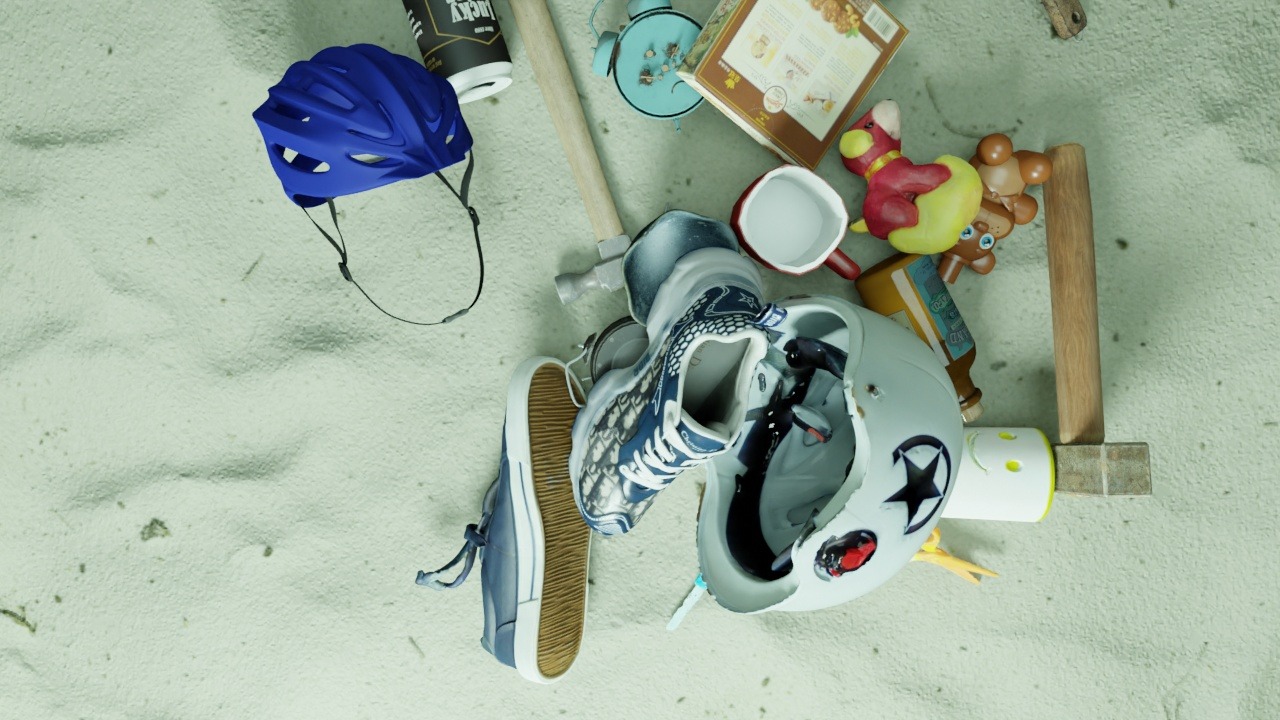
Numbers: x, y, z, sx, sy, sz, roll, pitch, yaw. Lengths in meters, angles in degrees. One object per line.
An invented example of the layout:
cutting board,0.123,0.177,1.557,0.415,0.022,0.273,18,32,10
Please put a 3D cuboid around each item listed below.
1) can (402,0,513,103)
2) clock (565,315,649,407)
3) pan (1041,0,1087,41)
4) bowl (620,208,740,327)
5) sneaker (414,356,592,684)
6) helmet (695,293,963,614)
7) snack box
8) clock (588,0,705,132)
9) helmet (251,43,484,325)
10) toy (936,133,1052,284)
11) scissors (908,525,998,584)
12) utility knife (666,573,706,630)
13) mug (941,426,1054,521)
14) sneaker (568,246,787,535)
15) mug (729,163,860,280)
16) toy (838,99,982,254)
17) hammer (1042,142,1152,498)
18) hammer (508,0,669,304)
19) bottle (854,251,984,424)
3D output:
can,-0.159,-0.291,0.778,0.072,0.072,0.128,-18,97,4
clock,-0.005,0.005,0.826,0.123,0.043,0.091,-13,101,0
pan,0.279,-0.418,0.746,0.207,0.040,0.357,-38,109,-18
bowl,0.029,-0.081,0.788,0.110,0.055,0.110,-8,116,-16
sneaker,-0.119,0.139,0.837,0.127,0.120,0.294,8,99,35
helmet,0.158,0.088,0.753,0.163,0.236,0.264,17,100,-21
snack box,0.126,-0.255,0.761,0.143,0.041,0.147,31,97,-27
clock,0.009,-0.261,0.786,0.090,0.053,0.124,-44,94,6
helmet,-0.215,-0.145,0.763,0.147,0.242,0.228,-31,122,-30
toy,0.292,-0.127,0.790,0.095,0.065,0.128,22,103,-4
scissors,0.267,0.185,0.850,0.133,0.012,0.084,34,137,-20
utility knife,0.070,0.192,0.864,0.022,0.015,0.158,37,96,-3
mug,0.297,0.099,0.811,0.106,0.082,0.082,2,98,3
sneaker,0.029,0.047,0.740,0.103,0.132,0.270,22,109,-23
mug,0.136,-0.108,0.780,0.116,0.096,0.080,40,97,-4
toy,0.218,-0.146,0.773,0.106,0.067,0.137,-40,71,10
hammer,0.367,-0.037,0.781,0.037,0.158,0.300,-1,85,2
hammer,-0.067,-0.222,0.813,0.119,0.030,0.331,-19,94,4
bottle,0.252,-0.017,0.803,0.068,0.067,0.157,-29,96,5
